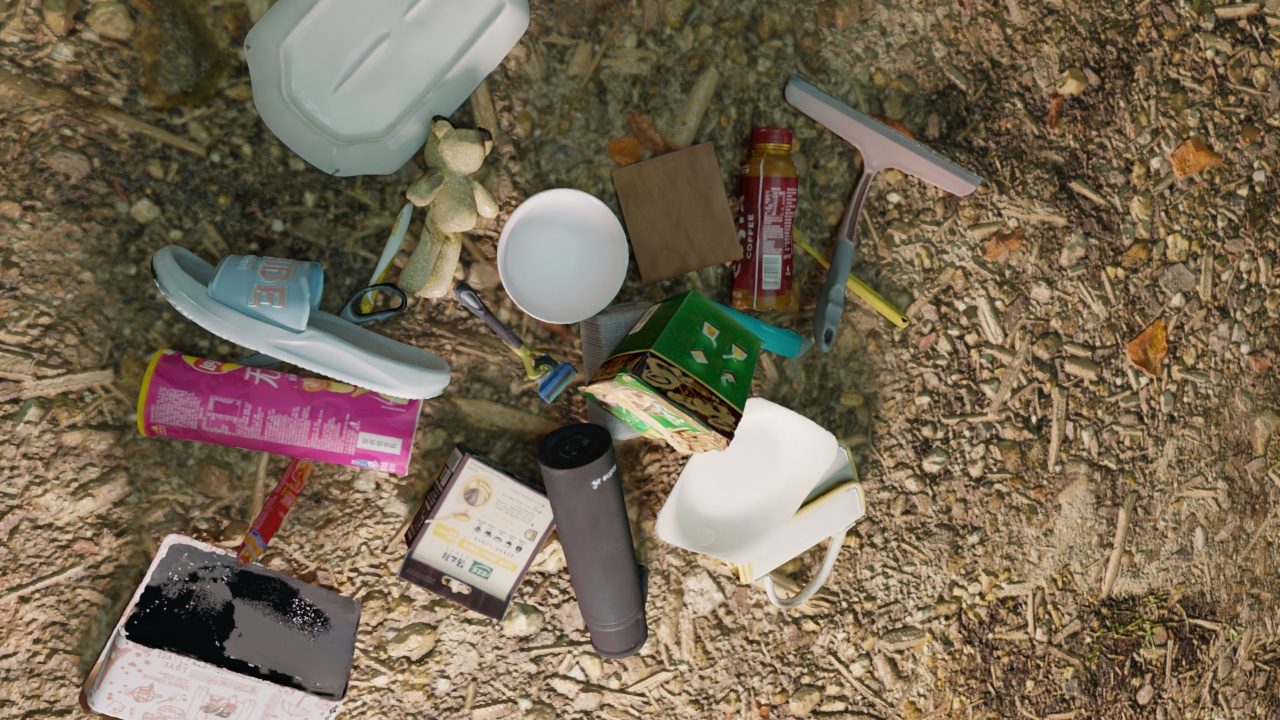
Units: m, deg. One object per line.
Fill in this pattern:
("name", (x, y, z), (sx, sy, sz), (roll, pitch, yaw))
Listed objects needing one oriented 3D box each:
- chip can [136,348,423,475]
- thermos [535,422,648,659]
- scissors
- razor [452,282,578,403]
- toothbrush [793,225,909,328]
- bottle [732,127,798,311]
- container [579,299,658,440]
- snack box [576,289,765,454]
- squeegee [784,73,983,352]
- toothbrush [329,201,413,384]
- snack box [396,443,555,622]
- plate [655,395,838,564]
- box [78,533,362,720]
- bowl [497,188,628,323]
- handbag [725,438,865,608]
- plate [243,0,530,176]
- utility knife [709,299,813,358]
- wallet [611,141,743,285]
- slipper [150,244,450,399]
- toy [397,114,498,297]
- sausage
("chip can", (-0.292, 0.045, 0.760), (0.210, 0.071, 0.071), (11, 96, -13))
("thermos", (-0.036, 0.169, 0.869), (0.089, 0.068, 0.243), (-50, 140, -46))
("scissors", (-0.275, -0.015, 0.790), (0.175, 0.014, 0.159), (-45, 100, 0))
("razor", (-0.121, -0.021, 0.850), (0.142, 0.022, 0.042), (45, 78, -23))
("toothbrush", (0.216, -0.088, 0.961), (0.190, 0.016, 0.015), (33, 87, -22))
("bottle", (0.123, -0.137, 0.897), (0.057, 0.057, 0.175), (-1, 100, -20))
("container", (-0.005, 0.005, 0.862), (0.090, 0.090, 0.114), (-11, 100, -18))
("snack box", (0.032, 0.006, 0.778), (0.117, 0.118, 0.105), (34, 70, -18))
("squeegee", (0.212, -0.123, 0.930), (0.247, 0.040, 0.249), (23, 77, -19))
("toothbrush", (-0.236, -0.050, 0.806), (0.018, 0.016, 0.191), (24, 92, -4))
("snack box", (-0.150, 0.160, 0.856), (0.113, 0.053, 0.125), (32, 88, -22))
("plate", (0.095, 0.110, 0.864), (0.163, 0.034, 0.164), (26, 102, -38))
("box", (-0.359, 0.270, 0.764), (0.183, 0.156, 0.193), (27, 107, -19))
("bowl", (-0.077, -0.096, 0.830), (0.118, 0.065, 0.118), (-4, 102, -19))
("handbag", (0.166, 0.178, 0.972), (0.163, 0.063, 0.179), (-28, 111, -11))
("plate", (-0.205, -0.277, 0.767), (0.162, 0.034, 0.265), (44, 84, -21))
("utility knife", (0.107, -0.035, 0.935), (0.157, 0.013, 0.029), (21, 90, -19))
("wallet", (0.036, -0.139, 0.870), (0.101, 0.020, 0.115), (-14, 103, 6))
("slipper", (-0.264, -0.039, 0.732), (0.245, 0.104, 0.074), (23, 97, -13))
("toy", (-0.172, -0.130, 0.797), (0.105, 0.066, 0.157), (5, 104, -53))
("sausage", (-0.300, 0.109, 0.781), (0.020, 0.020, 0.155), (35, 61, -22))
